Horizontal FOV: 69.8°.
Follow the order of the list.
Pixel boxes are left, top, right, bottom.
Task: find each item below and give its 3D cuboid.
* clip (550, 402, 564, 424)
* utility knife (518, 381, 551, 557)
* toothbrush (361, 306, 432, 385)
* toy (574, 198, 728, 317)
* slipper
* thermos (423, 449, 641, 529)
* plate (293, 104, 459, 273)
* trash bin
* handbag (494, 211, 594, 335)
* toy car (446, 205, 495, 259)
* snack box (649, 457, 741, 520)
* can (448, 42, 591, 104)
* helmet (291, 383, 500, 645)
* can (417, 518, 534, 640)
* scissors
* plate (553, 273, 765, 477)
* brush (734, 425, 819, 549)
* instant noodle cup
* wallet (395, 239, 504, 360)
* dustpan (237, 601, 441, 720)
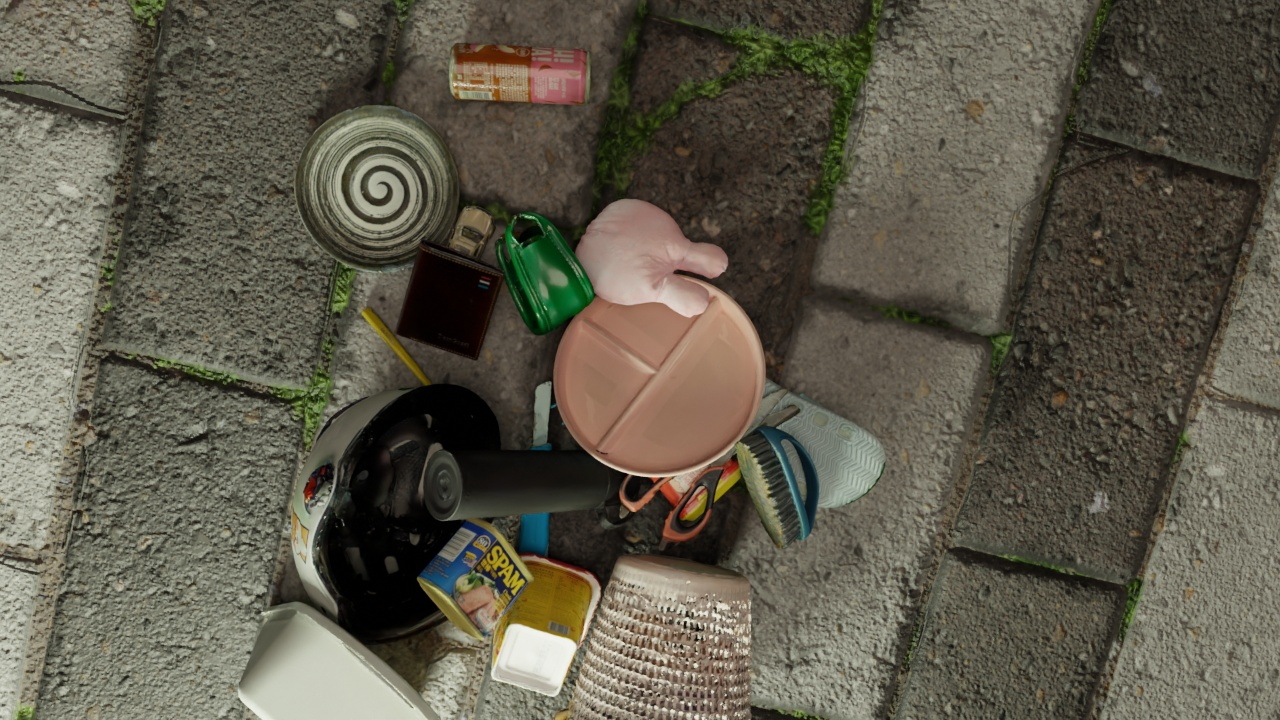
[{"bbox_3d":[-0.074,0.048,1.044,0.055,0.013,0.038,-34,98,1],"label":"clip"},{"bbox_3d":[-0.116,0.130,1.047,0.034,0.018,0.216,5,99,-2],"label":"utility knife"},{"bbox_3d":[-0.244,0.014,1.029,0.016,0.016,0.190,-40,97,-3],"label":"toothbrush"},{"bbox_3d":[0.010,-0.108,0.995,0.159,0.054,0.121,26,78,10],"label":"toy"},{"bbox_3d":[0.154,0.077,1.035,0.245,0.074,0.104,32,95,9],"label":"slipper"},{"bbox_3d":[-0.099,0.135,0.952,0.069,0.242,0.090,-46,56,34],"label":"thermos"},{"bbox_3d":[-0.283,-0.184,0.995,0.179,0.024,0.179,0,94,1],"label":"plate"},{"bbox_3d":[0.032,0.318,0.997,0.227,0.227,0.192,10,84,-5],"label":"trash bin"},{"bbox_3d":[-0.108,-0.091,0.968,0.068,0.131,0.120,-32,94,-11],"label":"handbag"},{"bbox_3d":[-0.192,-0.126,1.006,0.042,0.035,0.090,25,93,-7],"label":"toy car"},{"bbox_3d":[0.057,0.124,1.029,0.091,0.082,0.080,-41,89,-4],"label":"snack box"},{"bbox_3d":[-0.126,-0.304,0.975,0.147,0.058,0.058,2,97,-4],"label":"can"},{"bbox_3d":[-0.268,0.148,0.965,0.157,0.229,0.274,11,96,38],"label":"helmet"},{"bbox_3d":[-0.167,0.223,0.935,0.083,0.057,0.102,-50,133,-28],"label":"can"},{"bbox_3d":[0.080,0.115,0.984,0.202,0.015,0.204,3,78,6],"label":"scissors"},{"bbox_3d":[0.020,0.015,0.997,0.229,0.028,0.229,-2,72,6],"label":"plate"},{"bbox_3d":[0.151,0.128,0.963,0.073,0.055,0.144,-28,116,-15],"label":"brush"},{"bbox_3d":[-0.110,0.292,1.008,0.116,0.123,0.116,19,108,-6],"label":"instant noodle cup"},{"bbox_3d":[-0.207,-0.063,0.997,0.096,0.020,0.123,21,123,-5],"label":"wallet"},{"bbox_3d":[-0.291,0.323,0.949,0.142,0.258,0.222,-45,97,-3],"label":"dustpan"}]
